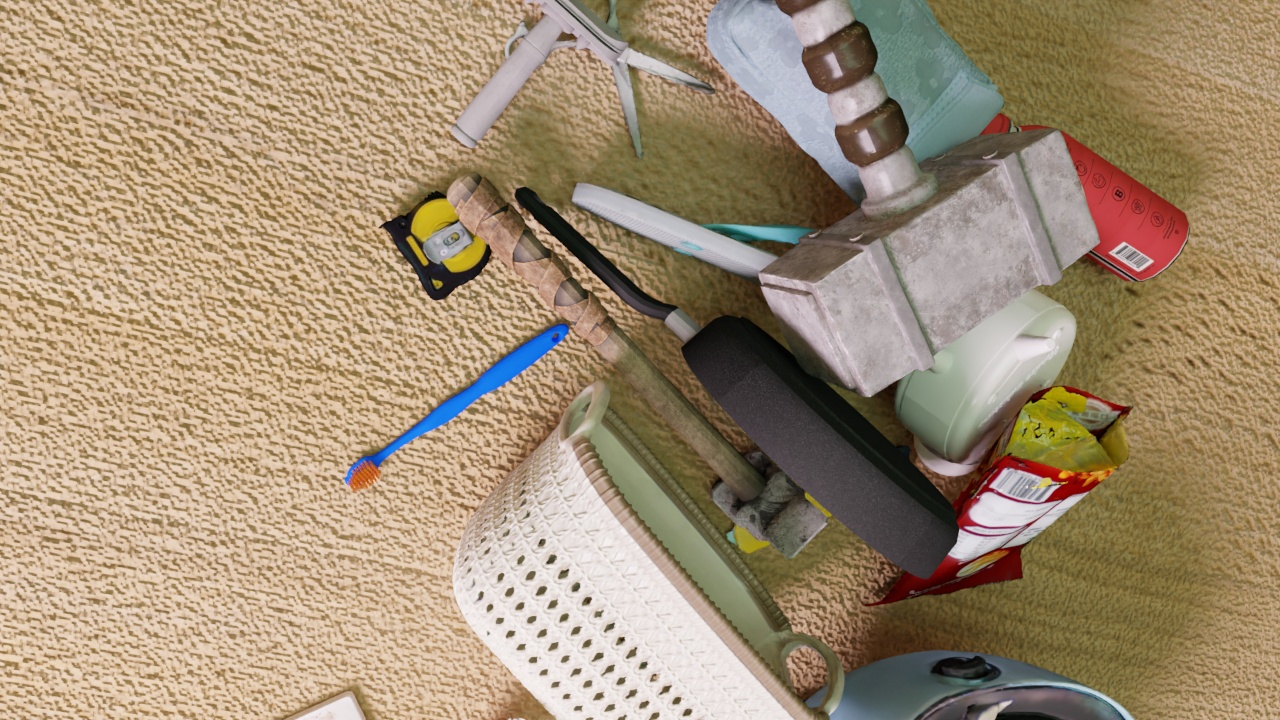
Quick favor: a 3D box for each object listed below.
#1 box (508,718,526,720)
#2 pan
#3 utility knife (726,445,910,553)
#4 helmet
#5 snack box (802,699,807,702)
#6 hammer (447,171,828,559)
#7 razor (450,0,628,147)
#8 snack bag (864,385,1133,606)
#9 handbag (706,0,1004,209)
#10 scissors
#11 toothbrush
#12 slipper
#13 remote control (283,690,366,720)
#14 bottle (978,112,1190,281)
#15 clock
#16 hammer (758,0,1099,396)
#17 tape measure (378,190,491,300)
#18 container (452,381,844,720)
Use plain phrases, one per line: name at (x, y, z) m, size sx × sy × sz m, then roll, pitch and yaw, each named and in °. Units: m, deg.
box at (-0.086, 0.265, 0.576) m, size 0.059 × 0.187 × 0.056 m, roll 45°, pitch 56°, yaw 11°
pan at (0.058, -0.004, 0.581) m, size 0.355 × 0.204 × 0.044 m, roll 43°, pitch 100°, yaw 9°
utility knife at (0.134, 0.102, 0.680) m, size 0.151 × 0.017 × 0.030 m, roll -24°, pitch 96°, yaw -8°
helmet at (0.194, 0.289, 0.601) m, size 0.265 × 0.167 × 0.225 m, roll -13°, pitch 103°, yaw -12°
snack box at (0.144, 0.333, 0.700) m, size 0.087 × 0.034 × 0.151 m, roll -10°, pitch 98°, yaw -10°
hammer at (-0.003, 0.003, 0.590) m, size 0.049 × 0.121 × 0.319 m, roll -44°, pitch 101°, yaw -3°
razor at (-0.079, -0.185, 0.584) m, size 0.088 × 0.047 × 0.116 m, roll 40°, pitch 98°, yaw -7°
snack bag at (0.250, 0.114, 0.635) m, size 0.138 × 0.066 × 0.208 m, roll -13°, pitch 139°, yaw -20°
handbag at (0.132, -0.186, 0.594) m, size 0.192 × 0.118 × 0.122 m, roll 37°, pitch 98°, yaw -20°
scissors at (-0.020, -0.222, 0.611) m, size 0.141 × 0.014 × 0.175 m, roll -2°, pitch 96°, yaw -8°
toothbrush at (-0.122, 0.031, 0.620) m, size 0.182 × 0.018 × 0.016 m, roll -36°, pitch 126°, yaw -5°
slipper at (0.087, -0.075, 0.607) m, size 0.268 × 0.098 × 0.055 m, roll 20°, pitch 94°, yaw -11°
remote control at (-0.253, 0.278, 0.629) m, size 0.135 × 0.011 × 0.050 m, roll -23°, pitch 101°, yaw -7°
bottle at (0.307, -0.123, 0.661) m, size 0.176 × 0.062 × 0.062 m, roll 28°, pitch 91°, yaw -13°
clock at (0.239, 0.013, 0.622) m, size 0.125 × 0.073 × 0.161 m, roll -42°, pitch 146°, yaw -11°
hammer at (0.112, -0.156, 0.495) m, size 0.176 × 0.079 × 0.326 m, roll -32°, pitch 108°, yaw -9°
tape measure at (-0.127, -0.078, 0.597) m, size 0.061 × 0.034 × 0.062 m, roll -36°, pitch 103°, yaw -7°
container at (0.000, 0.149, 0.581) m, size 0.143 × 0.184 × 0.246 m, roll -38°, pitch 100°, yaw 5°
